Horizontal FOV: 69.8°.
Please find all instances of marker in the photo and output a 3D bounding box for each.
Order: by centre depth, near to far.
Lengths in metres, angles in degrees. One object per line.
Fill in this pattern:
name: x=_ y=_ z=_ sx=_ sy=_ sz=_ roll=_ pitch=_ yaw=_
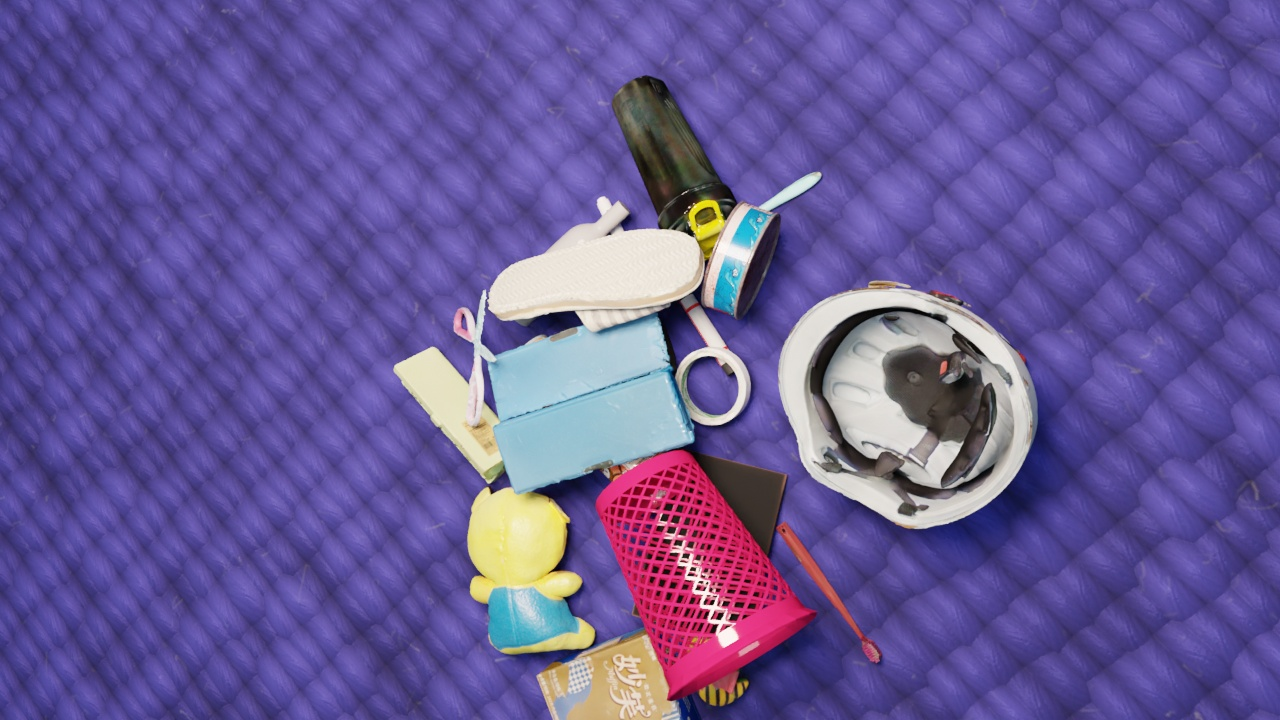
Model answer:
marker: x=0.075 y=-0.047 z=1.122 sx=0.019 sy=0.019 sz=0.145 roll=-34 pitch=80 yaw=12
marker: x=-0.023 y=-0.146 z=1.151 sx=0.020 sy=0.017 sz=0.133 roll=-25 pitch=82 yaw=-7

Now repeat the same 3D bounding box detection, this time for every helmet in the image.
helmet: x=0.290 y=0.036 z=0.987 sx=0.264 sy=0.163 sz=0.237 roll=35 pitch=112 yaw=22

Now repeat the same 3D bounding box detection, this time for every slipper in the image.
slipper: x=-0.053 y=-0.089 z=1.065 sx=0.273 sy=0.054 sz=0.114 roll=-5 pitch=59 yaw=24

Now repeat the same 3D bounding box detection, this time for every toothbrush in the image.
toothbrush: x=0.221 y=0.271 z=1.076 sx=0.016 sy=0.016 sz=0.190 roll=-38 pitch=80 yaw=12
toothbrush: x=0.139 y=-0.177 z=1.110 sx=0.181 sy=0.016 sz=0.016 roll=-31 pitch=80 yaw=11

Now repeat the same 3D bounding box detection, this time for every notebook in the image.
notebook: x=0.083 y=0.222 z=1.102 sx=0.141 sy=0.008 sz=0.209 roll=13 pitch=83 yaw=15

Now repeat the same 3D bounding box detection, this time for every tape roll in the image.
tape roll: x=0.086 y=0.031 z=1.105 sx=0.094 sy=0.018 sz=0.094 roll=6 pitch=102 yaw=27

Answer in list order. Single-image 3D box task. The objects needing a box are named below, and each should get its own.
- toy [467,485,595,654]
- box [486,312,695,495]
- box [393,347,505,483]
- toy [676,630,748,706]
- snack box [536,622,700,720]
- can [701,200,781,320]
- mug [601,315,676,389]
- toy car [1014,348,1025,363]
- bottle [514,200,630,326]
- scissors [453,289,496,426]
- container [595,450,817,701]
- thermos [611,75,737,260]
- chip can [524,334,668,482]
toy: x=-0.146 y=0.262 z=1.143 sx=0.149 sy=0.084 sz=0.214 roll=-8 pitch=89 yaw=13
box: x=-0.068 y=0.045 z=1.067 sx=0.232 sy=0.047 sz=0.176 roll=-19 pitch=84 yaw=17
box: x=-0.232 y=0.067 z=1.187 sx=0.077 sy=0.091 sz=0.188 roll=-41 pitch=76 yaw=-10
toy: x=0.085 y=0.364 z=1.099 sx=0.084 sy=0.046 sz=0.103 roll=-25 pitch=84 yaw=-8
snack box: x=-0.012 y=0.443 z=1.108 sx=0.155 sy=0.069 sz=0.202 roll=-24 pitch=83 yaw=13
can: x=0.116 y=-0.114 z=1.055 sx=0.044 sy=0.130 sz=0.130 roll=23 pitch=94 yaw=14
mug: x=-0.007 y=0.006 z=1.106 sx=0.088 sy=0.078 sz=0.113 roll=-20 pitch=65 yaw=14
toy car: x=0.384 y=-0.008 z=1.031 sx=0.091 sy=0.036 sz=0.042 roll=29 pitch=97 yaw=20
bottle: x=-0.090 y=-0.125 z=1.145 sx=0.195 sy=0.052 sz=0.052 roll=-41 pitch=79 yaw=14
scissors: x=-0.208 y=-0.007 z=1.147 sx=0.170 sy=0.013 sz=0.172 roll=28 pitch=112 yaw=58
container: x=0.057 y=0.227 z=1.020 sx=0.183 sy=0.183 sz=0.225 roll=-36 pitch=66 yaw=11
thermos: x=0.039 y=-0.231 z=1.091 sx=0.098 sy=0.098 sz=0.220 roll=-27 pitch=73 yaw=13
chip can: x=-0.068 y=0.067 z=1.129 sx=0.215 sy=0.075 sz=0.075 roll=43 pitch=99 yaw=12
